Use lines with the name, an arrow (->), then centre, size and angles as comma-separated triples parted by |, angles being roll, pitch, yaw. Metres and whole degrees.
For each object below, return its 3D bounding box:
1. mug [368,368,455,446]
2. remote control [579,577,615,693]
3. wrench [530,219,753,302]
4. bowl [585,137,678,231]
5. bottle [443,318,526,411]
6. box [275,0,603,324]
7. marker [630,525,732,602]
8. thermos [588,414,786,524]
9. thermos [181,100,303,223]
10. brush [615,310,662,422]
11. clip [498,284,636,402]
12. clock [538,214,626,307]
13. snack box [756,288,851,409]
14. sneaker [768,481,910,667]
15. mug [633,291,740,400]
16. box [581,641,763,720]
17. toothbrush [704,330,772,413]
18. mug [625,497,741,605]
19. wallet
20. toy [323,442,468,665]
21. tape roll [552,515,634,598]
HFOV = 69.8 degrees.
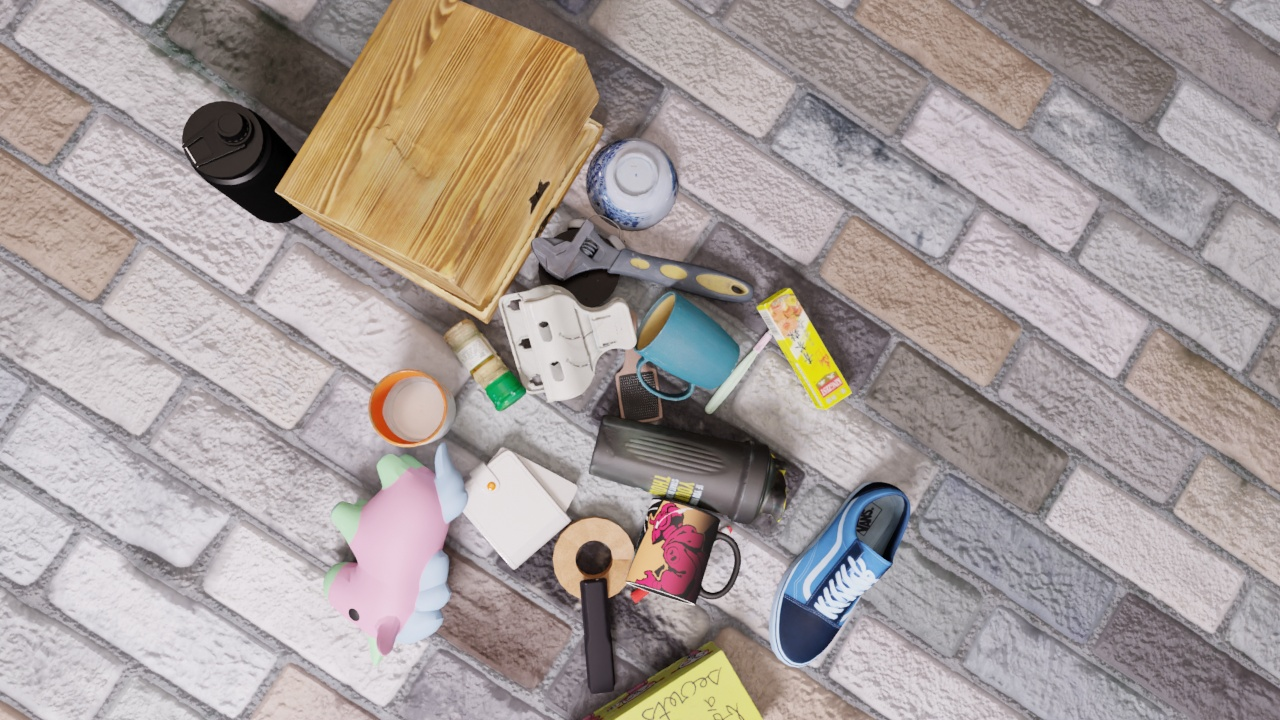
mug -> -0.249, 0.053, 1.014 | 0.082, 0.105, 0.082 | 0, 86, -5
remote control -> -0.048, 0.312, 1.039 | 0.032, 0.015, 0.136 | -5, 103, -5
wrench -> 0.007, -0.107, 1.062 | 0.273, 0.022, 0.073 | 13, 82, -17
bowl -> -0.008, -0.215, 1.086 | 0.114, 0.045, 0.114 | 0, 86, -5
bottle -> -0.180, 0.005, 1.056 | 0.043, 0.043, 0.111 | -38, 89, -7
box -> -0.217, -0.228, 1.026 | 0.251, 0.192, 0.279 | 27, 84, 12
marker -> 0.049, 0.238, 1.073 | 0.142, 0.013, 0.013 | -35, 89, -7
thermos -> 0.056, 0.121, 1.047 | 0.221, 0.098, 0.098 | 14, 84, 1
thermos -> -0.415, -0.210, 0.973 | 0.086, 0.199, 0.086 | 0, 85, -5
brush -> -0.006, 0.006, 1.084 | 0.050, 0.015, 0.135 | -8, 86, -6
clip -> -0.079, -0.022, 1.027 | 0.152, 0.101, 0.126 | -8, 112, 13
clock -> -0.067, -0.114, 1.079 | 0.094, 0.035, 0.122 | 29, 83, -2
snack box -> 0.194, -0.013, 1.086 | 0.040, 0.029, 0.148 | -33, 97, -10
sneaker -> 0.228, 0.242, 1.045 | 0.083, 0.098, 0.241 | 34, 84, -2
mug -> 0.048, -0.006, 1.059 | 0.104, 0.084, 0.112 | 32, 102, -18
box -> 0.024, 0.424, 1.025 | 0.221, 0.079, 0.124 | -28, 88, -5
toothbrush -> 0.126, 0.002, 1.096 | 0.022, 0.015, 0.154 | 42, 83, -32
mug -> 0.054, 0.220, 1.030 | 0.118, 0.082, 0.098 | 18, 74, 3
wallet -> -0.138, 0.157, 1.051 | 0.115, 0.037, 0.118 | -40, 93, -7
toy -> -0.255, 0.206, 1.000 | 0.222, 0.120, 0.171 | -46, 78, 3
tape roll -> -0.054, 0.227, 1.057 | 0.094, 0.027, 0.094 | 0, 86, -5
